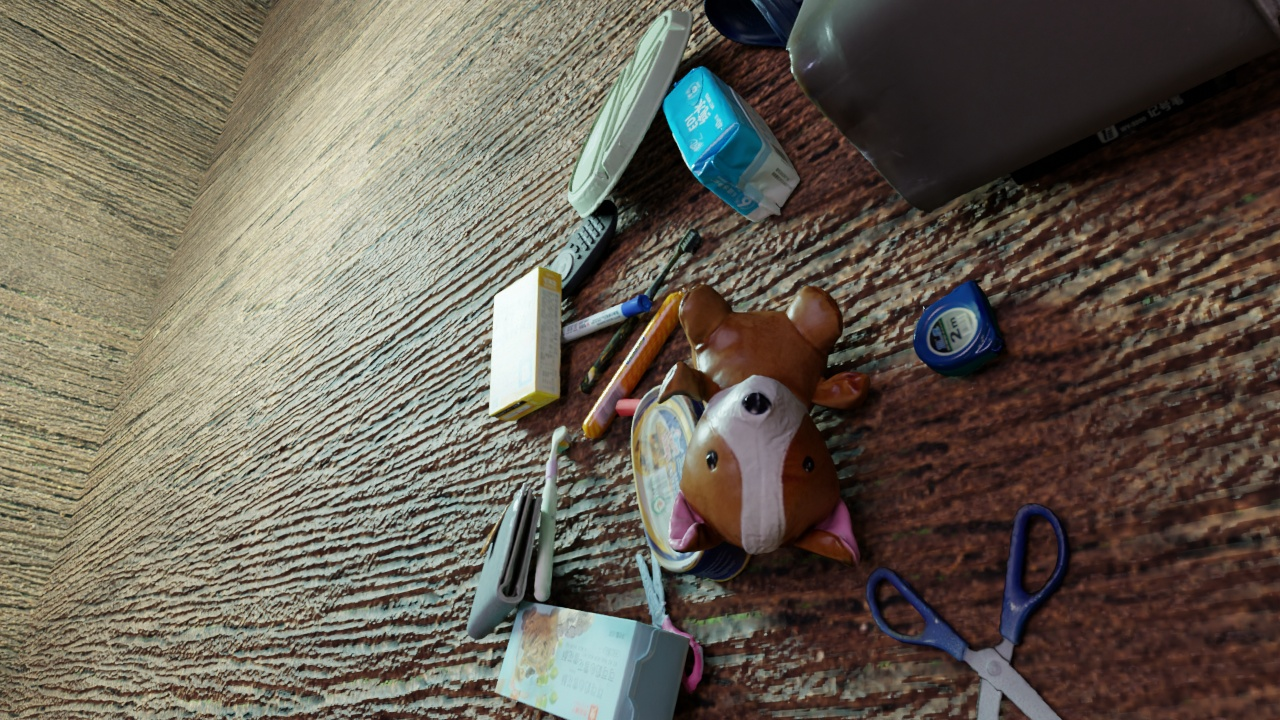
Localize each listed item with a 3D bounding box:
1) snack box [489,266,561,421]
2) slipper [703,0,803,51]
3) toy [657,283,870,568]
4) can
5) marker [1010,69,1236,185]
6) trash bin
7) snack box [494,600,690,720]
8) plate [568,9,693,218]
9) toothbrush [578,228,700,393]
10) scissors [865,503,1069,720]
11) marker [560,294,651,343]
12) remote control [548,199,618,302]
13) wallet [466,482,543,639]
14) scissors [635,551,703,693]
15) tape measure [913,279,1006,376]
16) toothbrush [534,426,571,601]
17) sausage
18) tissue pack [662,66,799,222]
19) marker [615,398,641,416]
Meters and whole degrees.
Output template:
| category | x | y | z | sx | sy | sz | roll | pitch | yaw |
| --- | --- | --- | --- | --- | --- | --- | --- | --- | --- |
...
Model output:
| category | x | y | z | sx | sy | sz | roll | pitch | yaw |
| --- | --- | --- | --- | --- | --- | --- | --- | --- | --- |
| snack box | -0.117 | -0.016 | 0.933 | 0.087 | 0.033 | 0.140 | -27 | 58 | 45 |
| slipper | 0.135 | -0.316 | 0.797 | 0.253 | 0.105 | 0.095 | 16 | 72 | 55 |
| toy | 0.081 | 0.039 | 0.607 | 0.140 | 0.130 | 0.199 | 1 | 59 | 12 |
| can | 0.037 | 0.088 | 0.679 | 0.075 | 0.049 | 0.148 | -34 | 51 | 34 |
| marker | 0.296 | -0.147 | 0.573 | 0.132 | 0.020 | 0.022 | -25 | 40 | 39 |
| trash bin | 0.228 | -0.225 | 0.557 | 0.220 | 0.198 | 0.198 | -33 | 25 | 42 |
| snack box | -0.040 | 0.226 | 0.674 | 0.175 | 0.051 | 0.074 | -13 | 56 | 54 |
| plate | -0.016 | -0.252 | 0.930 | 0.231 | 0.027 | 0.229 | -56 | 17 | 26 |
| toothbrush | -0.001 | -0.044 | 0.854 | 0.186 | 0.012 | 0.017 | -54 | 28 | 8 |
| scissors | 0.191 | 0.155 | 0.503 | 0.176 | 0.012 | 0.162 | 30 | 90 | 52 |
| marker | -0.039 | -0.038 | 0.877 | 0.146 | 0.017 | 0.016 | -18 | 53 | 52 |
| remote control | -0.063 | -0.107 | 0.958 | 0.137 | 0.024 | 0.053 | -51 | 40 | 16 |
| wallet | -0.119 | 0.172 | 0.786 | 0.130 | 0.037 | 0.106 | 125 | 159 | -55 |
| scissors | 0.009 | 0.199 | 0.686 | 0.077 | 0.017 | 0.137 | -55 | 33 | 22 |
| tape measure | 0.204 | -0.017 | 0.589 | 0.055 | 0.025 | 0.058 | -35 | 40 | 33 |
| toothbrush | -0.075 | 0.127 | 0.786 | 0.189 | 0.020 | 0.029 | -89 | 13 | -53 |
| sausage | -0.005 | 0.005 | 0.820 | 0.165 | 0.021 | 0.021 | -56 | 37 | 6 |
| tissue pack | 0.074 | -0.187 | 0.796 | 0.063 | 0.090 | 0.140 | -42 | 41 | 23 |
| marker | 0.032 | 0.040 | 0.758 | 0.145 | 0.017 | 0.017 | -2 | 65 | 49 |
